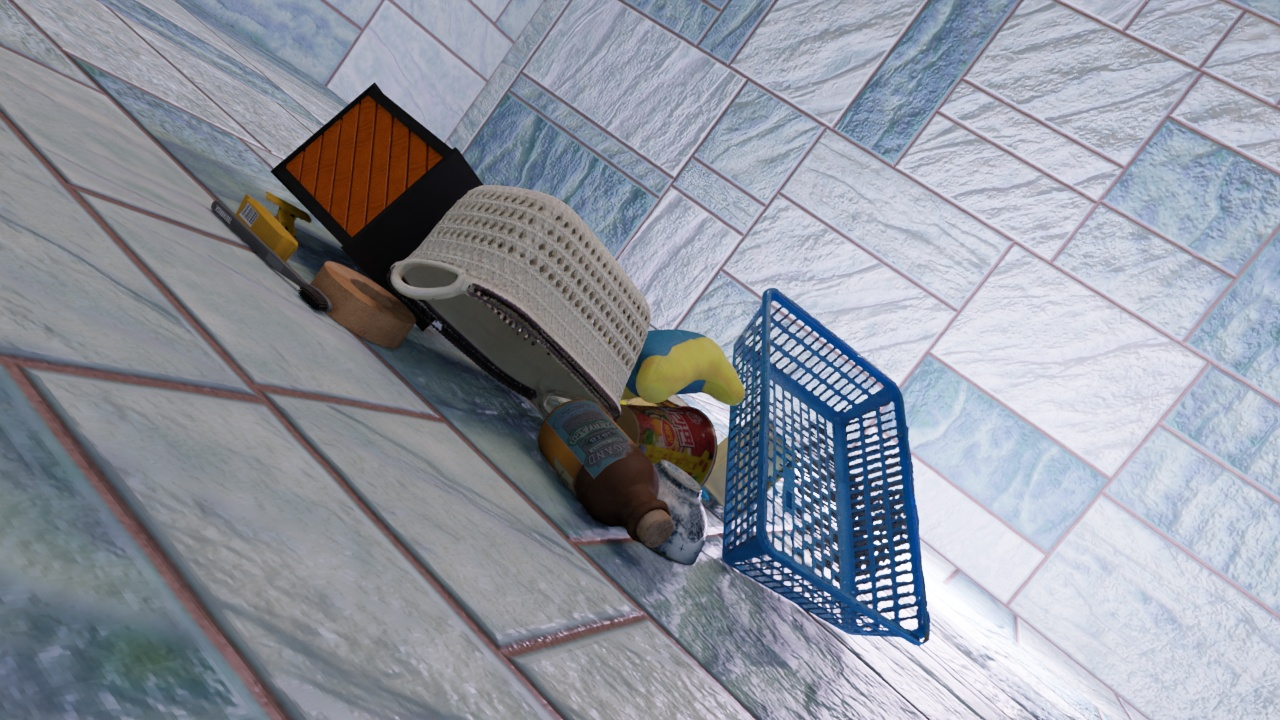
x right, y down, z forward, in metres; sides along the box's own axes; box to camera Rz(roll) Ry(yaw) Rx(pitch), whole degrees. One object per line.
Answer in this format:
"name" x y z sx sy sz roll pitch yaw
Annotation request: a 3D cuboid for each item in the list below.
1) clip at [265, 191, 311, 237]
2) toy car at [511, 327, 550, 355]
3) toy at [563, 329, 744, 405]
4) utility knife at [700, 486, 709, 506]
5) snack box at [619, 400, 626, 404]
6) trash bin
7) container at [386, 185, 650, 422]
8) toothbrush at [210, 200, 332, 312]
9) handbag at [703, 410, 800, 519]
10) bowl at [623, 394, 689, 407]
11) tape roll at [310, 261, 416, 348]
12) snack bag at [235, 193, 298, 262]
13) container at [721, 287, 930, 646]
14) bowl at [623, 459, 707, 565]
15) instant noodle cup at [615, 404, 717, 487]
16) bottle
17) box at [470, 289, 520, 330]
"clip" -0.355 -0.140 0.912 0.047 0.047 0.054 9 -16 41
"toy car" -0.139 -0.010 1.037 0.040 0.048 0.112 43 9 34
"toy" -0.006 0.006 1.015 0.148 0.084 0.214 6 -2 -42
"utility knife" 0.060 0.145 1.146 0.031 0.015 0.175 32 6 -17
"snack box" -0.047 0.053 1.125 0.029 0.040 0.148 32 8 -38
"trash bin" -0.248 -0.158 0.940 0.172 0.139 0.140 41 -9 35
"container" -0.103 -0.049 0.862 0.185 0.143 0.251 13 -24 38
"toothbrush" -0.321 -0.091 0.790 0.167 0.013 0.013 39 15 21
"handbag" 0.133 0.127 1.161 0.081 0.119 0.111 48 2 -2
"bowl" 0.019 0.070 1.192 0.145 0.063 0.145 29 7 -4
"tape roll" -0.247 -0.049 0.816 0.094 0.027 0.094 36 6 -5
"snack bag" -0.339 -0.118 0.829 0.099 0.026 0.020 39 7 32
"container" 0.197 0.121 1.035 0.257 0.089 0.361 34 42 -25
"bowl" 0.022 0.129 0.843 0.114 0.061 0.114 38 6 -5
"instant noodle cup" 0.010 0.087 0.965 0.112 0.100 0.100 19 17 -47
"bottle" -0.024 0.098 0.771 0.067 0.068 0.157 31 8 -43
"box" -0.177 -0.060 1.125 0.102 0.095 0.107 -2 8 -5
